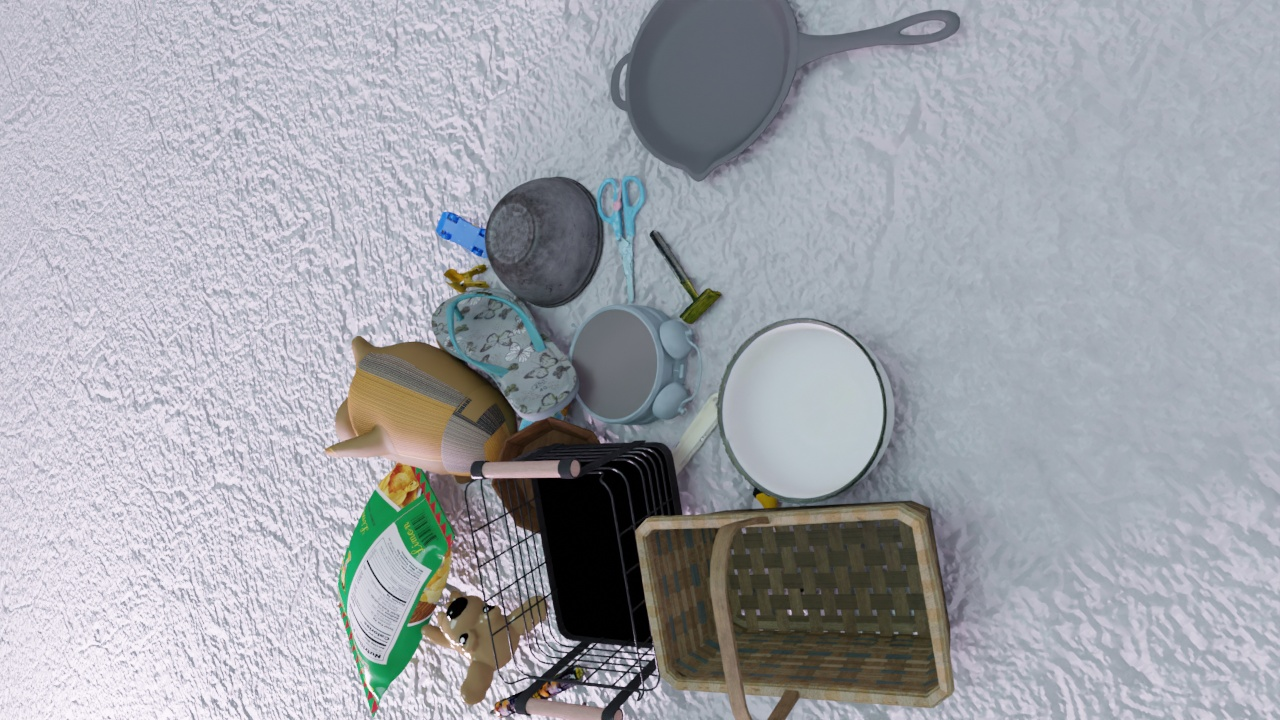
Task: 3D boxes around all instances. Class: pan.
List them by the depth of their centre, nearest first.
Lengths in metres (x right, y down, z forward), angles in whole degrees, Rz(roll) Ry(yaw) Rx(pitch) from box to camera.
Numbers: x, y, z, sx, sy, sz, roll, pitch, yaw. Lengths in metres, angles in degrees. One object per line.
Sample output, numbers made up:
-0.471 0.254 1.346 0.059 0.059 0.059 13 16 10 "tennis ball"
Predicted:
0.118 -0.278 0.847 0.355 0.024 0.216 3 90 37 "pan"

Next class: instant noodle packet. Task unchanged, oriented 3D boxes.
-0.293 0.251 1.078 0.195 0.090 0.253 45 115 50 "instant noodle packet"

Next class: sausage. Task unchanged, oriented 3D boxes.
-0.111 0.360 0.993 0.156 0.020 0.020 -34 68 31 "sausage"

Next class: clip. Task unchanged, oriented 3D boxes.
-0.201 -0.101 1.072 0.047 0.053 0.039 -13 77 5 "clip"

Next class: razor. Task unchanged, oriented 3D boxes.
0.037 -0.088 0.903 0.043 0.026 0.106 -47 59 28 "razor"

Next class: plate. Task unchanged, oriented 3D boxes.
-0.087 0.120 0.953 0.131 0.025 0.131 1 99 7 "plate"

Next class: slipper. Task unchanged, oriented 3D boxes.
-0.149 -0.029 0.976 0.098 0.055 0.269 -38 43 -15 "slipper"

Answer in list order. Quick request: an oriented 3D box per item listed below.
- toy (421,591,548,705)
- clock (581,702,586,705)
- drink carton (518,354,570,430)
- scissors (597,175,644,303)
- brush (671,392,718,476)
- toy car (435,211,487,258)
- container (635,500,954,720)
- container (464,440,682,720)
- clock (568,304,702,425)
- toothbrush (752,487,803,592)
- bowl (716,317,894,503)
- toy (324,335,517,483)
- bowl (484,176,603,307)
-0.180 0.298 1.001 0.108 0.133 0.106 -10 124 53 "toy"
-0.068 0.420 0.872 0.120 0.157 0.072 40 135 3 "clock"
-0.101 0.056 0.985 0.039 0.044 0.129 25 101 35 "drink carton"
-0.013 -0.126 0.950 0.063 0.015 0.138 -12 87 32 "scissors"
0.022 0.118 0.910 0.033 0.012 0.218 46 113 29 "brush"
-0.207 -0.155 1.094 0.092 0.061 0.033 27 105 4 "toy car"
0.109 0.192 0.718 0.251 0.186 0.157 -9 91 33 "container"
-0.056 0.193 0.854 0.163 0.130 0.241 -5 99 30 "container"
-0.005 0.005 0.915 0.160 0.045 0.122 7 92 38 "clock"
0.113 0.116 0.833 0.031 0.031 0.196 -20 80 19 "toothbrush"
0.148 0.042 0.781 0.154 0.072 0.153 -1 88 36 "bowl"
-0.227 0.065 1.028 0.203 0.198 0.163 19 141 26 "toy"
-0.117 -0.132 0.990 0.145 0.067 0.145 -2 87 37 "bowl"
